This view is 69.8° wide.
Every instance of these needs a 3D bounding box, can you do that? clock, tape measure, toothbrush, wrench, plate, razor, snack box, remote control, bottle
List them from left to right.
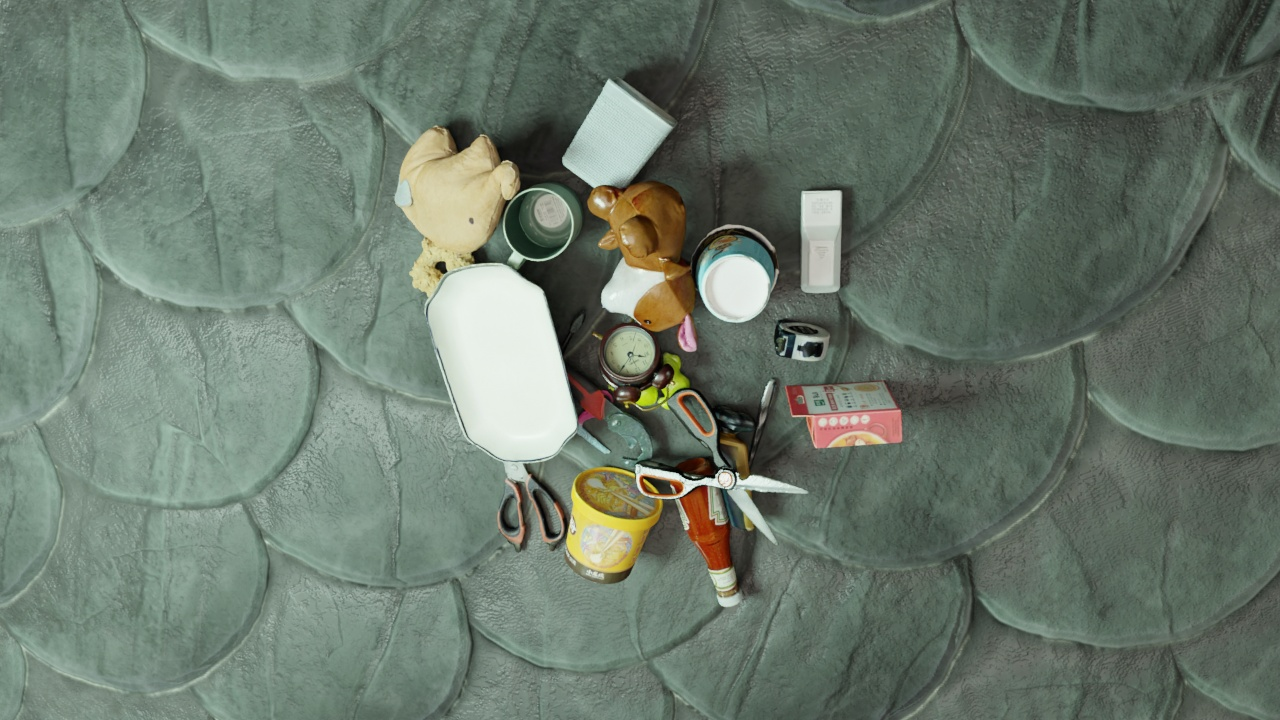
[{"bbox_3d":[-0.165,0.003,1.132,0.162,0.034,0.266,-8,111,17],"label":"plate"},{"bbox_3d":[-0.117,0.018,1.174,0.014,0.016,0.189,28,101,-12],"label":"toothbrush"},{"bbox_3d":[-0.082,0.038,1.168,0.056,0.016,0.273,-43,103,10],"label":"wrench"},{"bbox_3d":[-0.007,0.007,1.132,0.082,0.055,0.122,-26,75,-5],"label":"clock"},{"bbox_3d":[0.093,0.231,1.216,0.060,0.059,0.206,-15,105,9],"label":"bottle"},{"bbox_3d":[0.125,0.140,1.180,0.067,0.062,0.167,-12,101,-11],"label":"razor"},{"bbox_3d":[0.150,0.108,1.197,0.015,0.018,0.181,14,105,4],"label":"toothbrush"},{"bbox_3d":[0.198,-0.024,1.128,0.066,0.065,0.034,10,111,4],"label":"tape measure"},{"bbox_3d":[0.219,-0.144,1.114,0.049,0.024,0.125,-1,105,5],"label":"remote control"},{"bbox_3d":[0.246,0.065,1.125,0.127,0.113,0.044,-4,107,6],"label":"snack box"}]

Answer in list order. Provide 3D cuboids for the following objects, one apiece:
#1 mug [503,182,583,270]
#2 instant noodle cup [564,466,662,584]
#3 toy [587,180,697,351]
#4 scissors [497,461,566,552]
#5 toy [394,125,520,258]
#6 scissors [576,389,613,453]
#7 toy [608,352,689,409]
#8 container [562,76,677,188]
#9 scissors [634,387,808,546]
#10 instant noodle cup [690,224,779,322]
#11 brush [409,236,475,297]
[{"bbox_3d":[-0.120,-0.157,1.095,0.082,0.106,0.112,35,105,-6],"label":"mug"},{"bbox_3d":[-0.042,0.218,1.198,0.118,0.118,0.115,16,115,0],"label":"instant noodle cup"},{"bbox_3d":[0.007,-0.105,1.061,0.130,0.140,0.200,-29,137,-6],"label":"toy"},{"bbox_3d":[-0.175,0.163,1.241,0.205,0.015,0.199,31,107,-4],"label":"scissors"},{"bbox_3d":[-0.201,-0.190,1.060,0.226,0.082,0.143,22,113,42],"label":"toy"},{"bbox_3d":[-0.089,0.080,1.206,0.133,0.017,0.135,39,111,-14],"label":"scissors"},{"bbox_3d":[0.008,0.025,1.175,0.100,0.031,0.096,-23,92,5],"label":"toy"},{"bbox_3d":[-0.027,-0.257,1.071,0.090,0.089,0.112,36,109,-6],"label":"container"},{"bbox_3d":[0.089,0.138,1.141,0.228,0.021,0.221,-23,82,25],"label":"scissors"},{"bbox_3d":[0.113,-0.098,1.085,0.111,0.120,0.111,1,106,4],"label":"instant noodle cup"},{"bbox_3d":[-0.190,-0.056,1.169,0.083,0.046,0.254,-44,103,4],"label":"brush"}]
